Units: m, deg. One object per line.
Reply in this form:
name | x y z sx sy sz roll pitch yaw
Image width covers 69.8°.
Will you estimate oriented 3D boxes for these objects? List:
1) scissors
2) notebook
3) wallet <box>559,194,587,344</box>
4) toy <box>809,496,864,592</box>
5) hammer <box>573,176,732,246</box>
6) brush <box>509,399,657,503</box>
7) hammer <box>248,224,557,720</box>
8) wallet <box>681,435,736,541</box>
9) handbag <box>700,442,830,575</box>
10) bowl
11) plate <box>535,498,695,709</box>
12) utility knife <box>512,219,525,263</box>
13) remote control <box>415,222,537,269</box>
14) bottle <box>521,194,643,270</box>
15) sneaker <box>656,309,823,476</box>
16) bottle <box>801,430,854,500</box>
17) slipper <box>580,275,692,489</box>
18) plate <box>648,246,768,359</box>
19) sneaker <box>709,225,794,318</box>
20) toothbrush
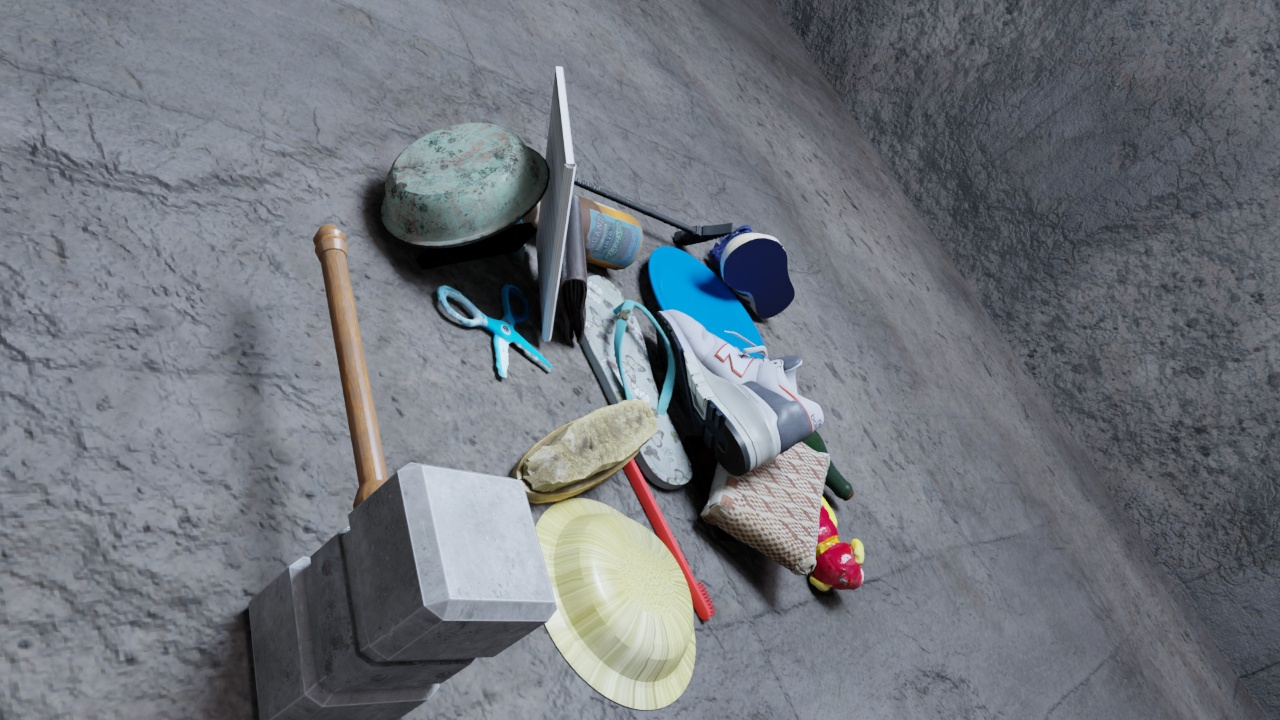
scissors | -0.131 -0.036 0.855 0.134 0.011 0.139 39 28 -22
notebook | -0.081 -0.139 0.849 0.009 0.210 0.142 1 49 -12
wallet | -0.068 -0.086 0.903 0.031 0.120 0.099 -1 61 -3
toy | 0.194 0.192 1.017 0.105 0.067 0.137 8 41 -43
hammer | -0.014 -0.201 1.158 0.324 0.095 0.015 14 76 -44
brush | -0.045 0.077 0.806 0.059 0.043 0.194 55 33 9
hammer | -0.167 0.037 0.550 0.082 0.163 0.317 17 43 -46
wallet | 0.086 0.134 0.972 0.091 0.018 0.115 7 52 -53
handbag | 0.135 0.136 0.964 0.124 0.047 0.185 33 34 -4
bowl | -0.162 -0.164 0.815 0.039 0.157 0.157 76 5 -45
plate | -0.007 0.185 0.747 0.184 0.036 0.184 36 31 -27
utility knife | -0.128 -0.177 1.026 0.031 0.015 0.221 31 36 -27
remote control | -0.154 -0.112 0.879 0.013 0.035 0.149 55 31 7
bottle | -0.069 -0.147 1.019 0.156 0.068 0.067 10 48 -51
sneaker | 0.108 0.021 0.980 0.124 0.089 0.239 -14 44 -14
bottle | 0.203 0.110 1.132 0.174 0.055 0.055 46 28 -13
slipper | -0.006 0.006 0.949 0.098 0.055 0.268 13 46 -44
plate | 0.084 -0.050 1.175 0.224 0.024 0.223 36 31 -27
sneaker | 0.140 -0.153 1.268 0.118 0.091 0.233 59 11 27
toothbrush | 0.016 0.143 0.858 0.017 0.012 0.212 2 55 -55
